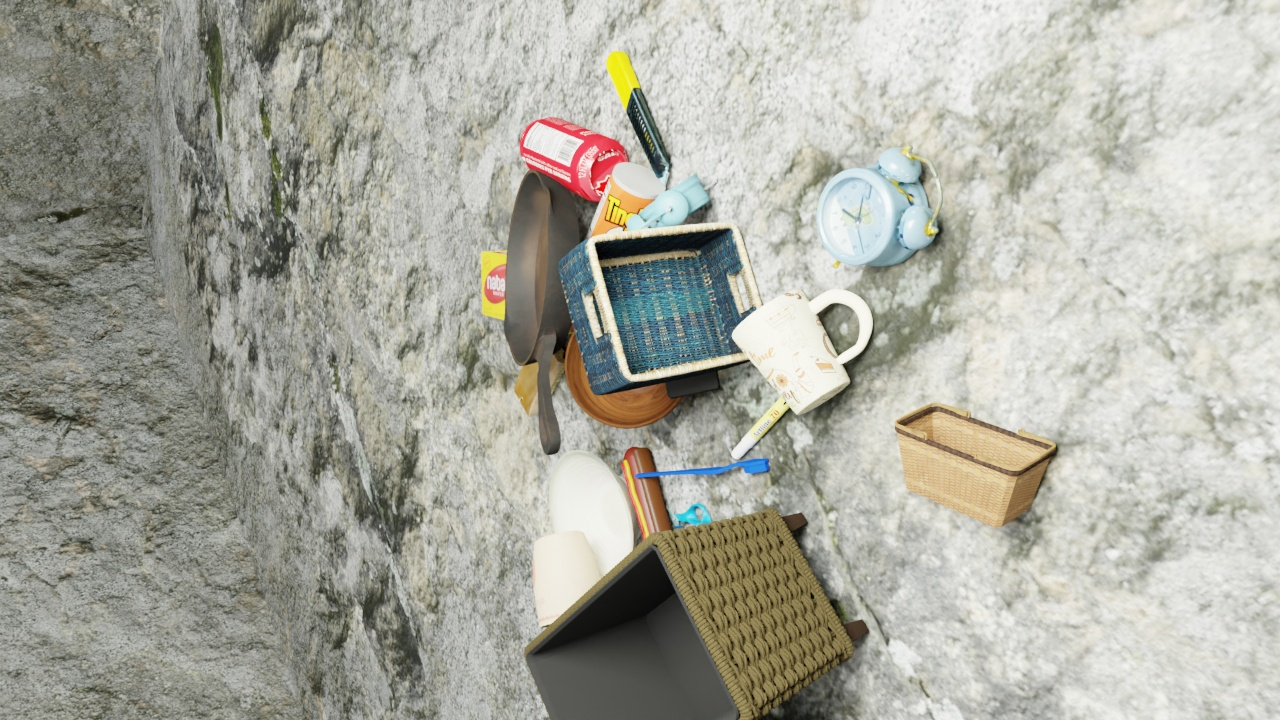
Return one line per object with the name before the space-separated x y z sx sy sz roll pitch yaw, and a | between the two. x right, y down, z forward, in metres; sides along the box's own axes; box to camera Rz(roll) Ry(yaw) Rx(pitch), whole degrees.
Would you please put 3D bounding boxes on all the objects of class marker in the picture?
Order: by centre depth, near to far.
marker | 0.131 0.062 0.945 0.014 0.014 0.133 59 138 24

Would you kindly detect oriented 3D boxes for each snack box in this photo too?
snack box | -0.148 -0.096 1.236 0.201 0.042 0.092 15 109 49

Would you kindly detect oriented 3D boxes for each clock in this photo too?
clock | 0.204 -0.127 0.777 0.125 0.051 0.088 -24 78 52
clock | 0.023 -0.154 0.943 0.042 0.122 0.088 55 141 -5

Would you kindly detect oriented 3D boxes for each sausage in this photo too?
sausage | 0.011 0.176 1.090 0.040 0.040 0.155 -39 61 49

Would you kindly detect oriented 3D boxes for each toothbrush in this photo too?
toothbrush | 0.064 0.124 1.020 0.187 0.016 0.011 -13 96 41

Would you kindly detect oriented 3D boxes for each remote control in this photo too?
remote control | 0.046 -0.029 0.992 0.058 0.013 0.133 -11 80 13

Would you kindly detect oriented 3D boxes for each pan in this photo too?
pan | -0.106 -0.053 1.042 0.249 0.043 0.355 118 148 -51

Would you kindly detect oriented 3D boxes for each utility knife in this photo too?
utility knife | 0.000 -0.271 1.026 0.029 0.020 0.171 -38 68 50

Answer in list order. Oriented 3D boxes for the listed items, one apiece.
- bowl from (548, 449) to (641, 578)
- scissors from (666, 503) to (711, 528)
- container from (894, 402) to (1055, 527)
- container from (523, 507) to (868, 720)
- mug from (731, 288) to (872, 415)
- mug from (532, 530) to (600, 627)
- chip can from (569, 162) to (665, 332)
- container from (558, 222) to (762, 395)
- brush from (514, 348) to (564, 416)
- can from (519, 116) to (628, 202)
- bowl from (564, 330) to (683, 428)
bowl | -0.044 0.195 1.162 0.177 0.057 0.177 16 110 49
scissors | 0.039 0.201 1.094 0.135 0.015 0.086 9 105 52
container | 0.267 0.084 0.744 0.114 0.063 0.061 23 123 47
container | 0.056 0.293 0.938 0.322 0.204 0.176 -50 59 45
mug | 0.161 -0.016 0.857 0.122 0.081 0.097 -37 75 21
mug | -0.091 0.271 1.137 0.112 0.085 0.104 102 157 -71
chip can | -0.038 -0.126 1.074 0.062 0.062 0.211 53 135 30
container | 0.025 -0.053 0.911 0.071 0.187 0.145 -25 79 55
brush | -0.134 0.021 1.250 0.049 0.039 0.117 56 137 28
can | -0.080 -0.241 1.090 0.142 0.074 0.074 33 123 43
bowl | -0.006 0.006 1.046 0.147 0.069 0.147 -2 82 15
